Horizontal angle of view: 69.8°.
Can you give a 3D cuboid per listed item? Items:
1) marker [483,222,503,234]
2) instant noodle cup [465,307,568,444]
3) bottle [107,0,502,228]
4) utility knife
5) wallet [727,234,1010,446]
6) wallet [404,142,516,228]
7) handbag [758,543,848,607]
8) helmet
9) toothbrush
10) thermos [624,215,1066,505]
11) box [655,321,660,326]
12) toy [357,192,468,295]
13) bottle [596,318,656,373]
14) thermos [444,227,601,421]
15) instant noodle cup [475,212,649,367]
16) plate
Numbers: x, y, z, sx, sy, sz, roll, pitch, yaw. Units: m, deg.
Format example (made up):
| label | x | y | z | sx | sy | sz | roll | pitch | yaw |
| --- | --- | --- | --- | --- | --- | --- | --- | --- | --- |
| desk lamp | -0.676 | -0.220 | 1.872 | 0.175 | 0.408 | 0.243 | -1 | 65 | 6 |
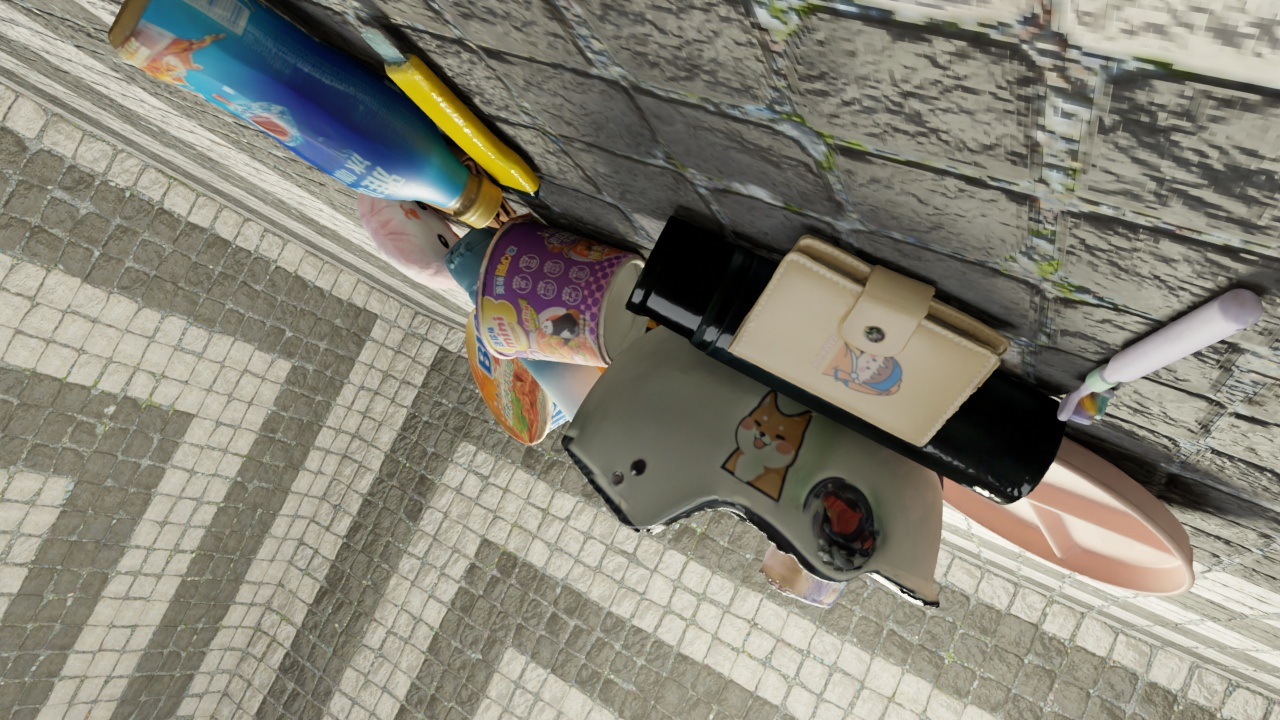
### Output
| label | x | y | z | sx | sy | sz | roll | pitch | yaw |
| --- | --- | --- | --- | --- | --- | --- | --- | --- | --- |
| marker | -0.128 | -0.116 | 0.792 | 0.124 | 0.015 | 0.018 | 30 | 170 | -23 |
| instant noodle cup | -0.095 | -0.003 | 0.949 | 0.111 | 0.151 | 0.151 | -25 | -152 | -33 |
| bottle | -0.171 | -0.139 | 0.513 | 0.218 | 0.065 | 0.065 | 29 | 174 | -38 |
| utility knife | -0.097 | -0.131 | 0.501 | 0.033 | 0.015 | 0.181 | 18 | 172 | 22 |
| wallet | 0.112 | -0.009 | 0.454 | 0.115 | 0.024 | 0.087 | 28 | 132 | 0 |
| wallet | -0.161 | -0.138 | 0.648 | 0.132 | 0.031 | 0.108 | 25 | 172 | 16 |
| handbag | 0.207 | 0.166 | 0.990 | 0.076 | 0.194 | 0.134 | 26 | 175 | 31 |
| helmet | 0.090 | 0.053 | 0.631 | 0.274 | 0.157 | 0.230 | 18 | 178 | -2 |
| toothbrush | 0.206 | 0.003 | 0.376 | 0.021 | 0.029 | 0.189 | 63 | -176 | 16 |
| thermos | 0.114 | -0.007 | 0.527 | 0.242 | 0.069 | 0.089 | 28 | -155 | -1 |
| box | 0.065 | 0.024 | 0.806 | 0.168 | 0.075 | 0.091 | 28 | 172 | 33 |
| toy | -0.203 | -0.111 | 0.883 | 0.121 | 0.054 | 0.159 | 55 | -168 | 24 |
| bottle | -0.005 | 0.004 | 0.763 | 0.149 | 0.066 | 0.067 | 64 | 171 | -3 |
| thermos | -0.090 | -0.027 | 0.831 | 0.220 | 0.070 | 0.070 | 52 | 172 | -5 |
| instant noodle cup | -0.052 | -0.045 | 0.677 | 0.099 | 0.111 | 0.111 | 15 | 171 | 24 |
| plate | 0.282 | 0.095 | 0.665 | 0.229 | 0.028 | 0.230 | 34 | 169 | 7 |
